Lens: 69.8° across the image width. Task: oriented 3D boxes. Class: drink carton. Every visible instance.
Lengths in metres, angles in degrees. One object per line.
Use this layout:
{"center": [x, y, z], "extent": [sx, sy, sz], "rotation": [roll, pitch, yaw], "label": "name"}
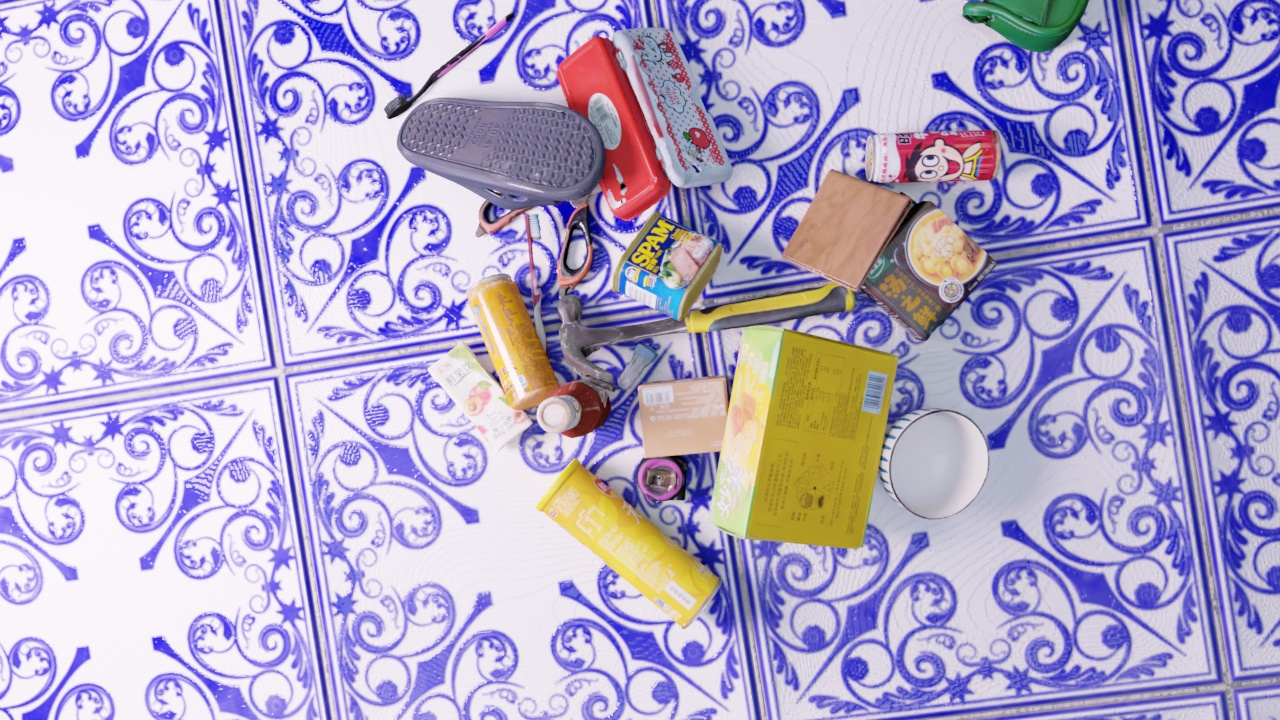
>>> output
{"center": [-0.180, 0.041, 1.038], "extent": [0.053, 0.045, 0.122], "rotation": [-40, 89, -5], "label": "drink carton"}

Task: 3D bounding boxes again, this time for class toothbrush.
{"center": [-0.113, -0.072, 1.035], "extent": [0.017, 0.016, 0.187], "rotation": [-5, 98, 2], "label": "toothbrush"}
{"center": [-0.220, -0.341, 1.053], "extent": [0.189, 0.014, 0.018], "rotation": [-38, 75, 4], "label": "toothbrush"}

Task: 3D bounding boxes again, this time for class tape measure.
{"center": [0.024, 0.130, 1.024], "extent": [0.058, 0.039, 0.057], "rotation": [6, 91, 5], "label": "tape measure"}

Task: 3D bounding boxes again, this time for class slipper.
{"center": [-0.145, -0.224, 1.011], "extent": [0.268, 0.083, 0.110], "rotation": [17, 73, 26], "label": "slipper"}

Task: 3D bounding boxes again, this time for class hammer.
{"center": [0.072, -0.041, 1.001], "extent": [0.323, 0.032, 0.126], "rotation": [-9, 53, 0], "label": "hammer"}

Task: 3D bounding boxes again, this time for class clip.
{"center": [-0.006, 0.008, 1.036], "extent": [0.027, 0.043, 0.058], "rotation": [38, 101, 1], "label": "clip"}

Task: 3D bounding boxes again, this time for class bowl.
{"center": [0.302, 0.105, 0.979], "extent": [0.116, 0.066, 0.116], "rotation": [-1, 96, -13], "label": "bowl"}

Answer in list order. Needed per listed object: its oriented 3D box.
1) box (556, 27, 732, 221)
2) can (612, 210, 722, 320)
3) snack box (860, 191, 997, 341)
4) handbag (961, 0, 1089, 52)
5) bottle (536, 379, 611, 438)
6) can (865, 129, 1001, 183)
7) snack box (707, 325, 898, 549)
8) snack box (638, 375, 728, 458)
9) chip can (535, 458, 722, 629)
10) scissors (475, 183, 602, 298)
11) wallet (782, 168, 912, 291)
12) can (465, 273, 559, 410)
{"center": [0.002, -0.264, 0.995], "extent": [0.154, 0.074, 0.201], "rotation": [-22, 77, 3], "label": "box"}
{"center": [0.030, -0.102, 0.990], "extent": [0.083, 0.057, 0.101], "rotation": [27, 60, 12], "label": "can"}
{"center": [0.297, -0.104, 0.996], "extent": [0.125, 0.053, 0.113], "rotation": [42, 94, -2], "label": "snack box"}
{"center": [0.419, -0.403, 0.973], "extent": [0.120, 0.068, 0.131], "rotation": [23, 94, 12], "label": "handbag"}
{"center": [-0.070, 0.051, 0.948], "extent": [0.060, 0.206, 0.060], "rotation": [0, 89, 5], "label": "bottle"}
{"center": [0.313, -0.219, 0.987], "extent": [0.133, 0.053, 0.053], "rotation": [0, 91, 5], "label": "can"}
{"center": [0.167, 0.080, 0.942], "extent": [0.157, 0.070, 0.210], "rotation": [11, 90, -28], "label": "snack box"}
{"center": [0.049, 0.059, 0.993], "extent": [0.093, 0.094, 0.077], "rotation": [-6, 91, 5], "label": "snack box"}
{"center": [-0.013, 0.201, 1.013], "extent": [0.213, 0.072, 0.072], "rotation": [39, 94, 4], "label": "chip can"}
{"center": [-0.085, -0.182, 1.043], "extent": [0.189, 0.015, 0.225], "rotation": [14, 91, 5], "label": "scissors"}
{"center": [0.221, -0.142, 0.989], "extent": [0.101, 0.020, 0.115], "rotation": [29, 89, 33], "label": "wallet"}
{"center": [-0.142, -0.020, 1.017], "extent": [0.058, 0.058, 0.146], "rotation": [-25, 78, 5], "label": "can"}
